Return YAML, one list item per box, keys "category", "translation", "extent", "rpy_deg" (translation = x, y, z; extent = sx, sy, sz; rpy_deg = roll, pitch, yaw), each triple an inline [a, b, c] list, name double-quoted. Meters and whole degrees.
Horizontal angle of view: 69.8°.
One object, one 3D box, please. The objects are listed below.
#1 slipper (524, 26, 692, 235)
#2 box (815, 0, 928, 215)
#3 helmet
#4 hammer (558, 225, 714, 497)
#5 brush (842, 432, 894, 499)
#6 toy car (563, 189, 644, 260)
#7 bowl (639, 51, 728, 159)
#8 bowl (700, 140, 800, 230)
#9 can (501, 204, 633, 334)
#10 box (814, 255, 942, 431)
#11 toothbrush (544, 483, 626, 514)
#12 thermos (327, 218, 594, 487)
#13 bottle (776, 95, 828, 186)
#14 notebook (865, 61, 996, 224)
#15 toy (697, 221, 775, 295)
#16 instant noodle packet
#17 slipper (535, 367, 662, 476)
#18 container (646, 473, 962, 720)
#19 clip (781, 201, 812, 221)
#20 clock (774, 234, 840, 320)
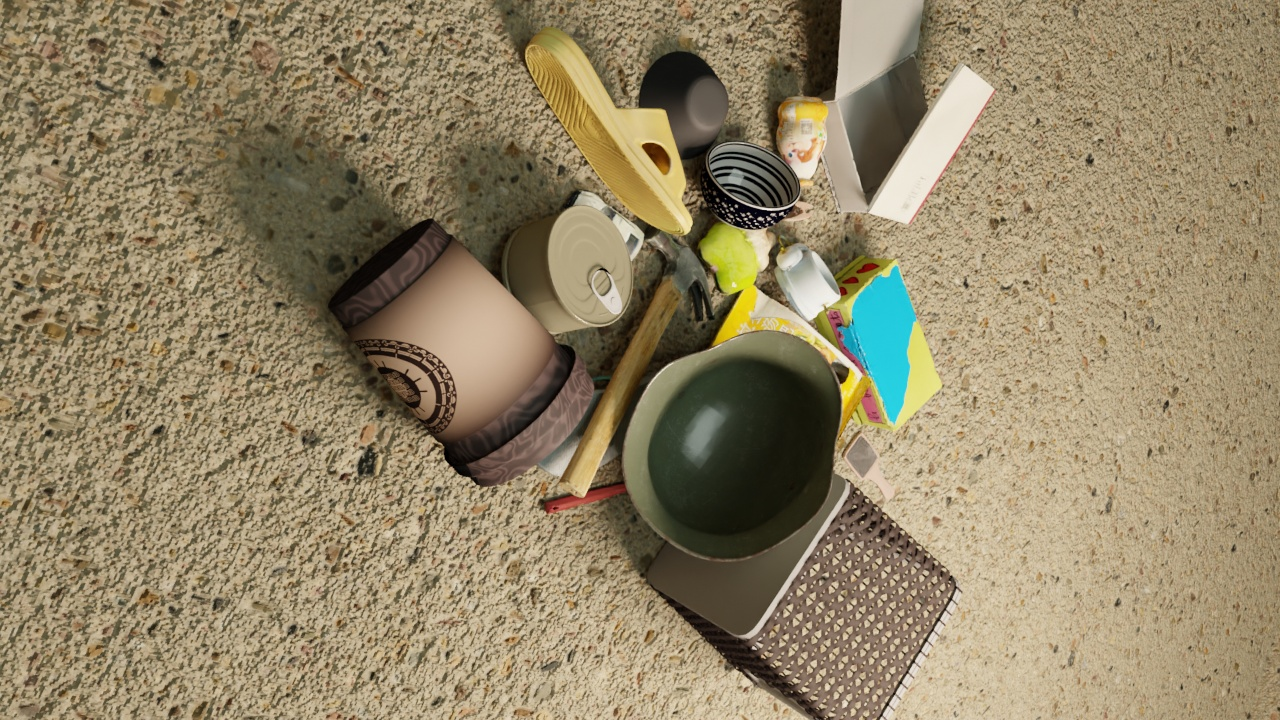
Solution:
- category: "slipper"
  translation: [-0.020, -0.251, 0.995]
  extent: [0.078, 0.100, 0.263]
  rpy_deg: [-48, 117, -19]
- category: "box"
  translation: [0.293, -0.399, 1.157]
  extent: [0.165, 0.108, 0.419]
  rpy_deg: [-35, 129, -24]
- category: "helmet"
  translation: [0.111, 0.092, 1.061]
  extent: [0.227, 0.154, 0.267]
  rpy_deg: [39, 88, 7]
- category: "hammer"
  translation: [-0.006, 0.006, 1.045]
  extent: [0.132, 0.033, 0.329]
  rpy_deg: [45, 59, -33]
- category: "brush"
  translation: [0.348, 0.165, 1.365]
  extent: [0.049, 0.015, 0.135]
  rpy_deg: [-50, 121, -15]
- category: "toy car"
  translation: [-0.040, -0.150, 1.039]
  extent: [0.105, 0.033, 0.048]
  rpy_deg: [33, 82, -32]
- category: "bowl"
  translation: [0.065, -0.298, 1.067]
  extent: [0.123, 0.053, 0.124]
  rpy_deg: [-7, 102, -33]
- category: "bowl"
  translation: [0.124, -0.200, 1.104]
  extent: [0.120, 0.120, 0.067]
  rpy_deg: [-16, 149, -31]
- category: "can"
  translation: [-0.077, -0.094, 0.974]
  extent: [0.127, 0.073, 0.127]
  rpy_deg: [13, 73, -48]
- category: "box"
  translation: [0.329, -0.025, 1.283]
  extent: [0.124, 0.079, 0.221]
  rpy_deg: [-40, 115, -23]
- category: "toothbrush"
  translation: [-0.029, 0.158, 1.112]
  extent: [0.189, 0.016, 0.016]
  rpy_deg: [-10, 105, -32]
- category: "thermos"
  translation: [-0.177, -0.011, 0.899]
  extent: [0.172, 0.173, 0.226]
  rpy_deg: [-47, 114, -18]
- category: "bottle"
  translation: [0.202, -0.275, 1.157]
  extent: [0.063, 0.063, 0.109]
  rpy_deg: [-3, 101, -33]
- category: "notebook"
  translation: [0.385, -0.277, 1.209]
  extent: [0.152, 0.012, 0.209]
  rpy_deg: [-2, 127, -54]
- category: "toy"
  translation: [0.124, -0.138, 1.143]
  extent: [0.117, 0.043, 0.092]
  rpy_deg: [-40, 108, -29]
- category: "instant noodle packet"
  translation: [0.175, 0.027, 1.195]
  extent: [0.221, 0.084, 0.162]
  rpy_deg: [39, 75, -25]
- category: "slipper"
  translation: [-0.039, 0.067, 1.076]
  extent: [0.268, 0.055, 0.098]
  rpy_deg: [-16, 110, -42]
- category: "container"
  translation: [0.196, 0.281, 1.151]
  extent: [0.243, 0.248, 0.245]
  rpy_deg: [45, 74, -28]
- category: "clip"
  translation: [0.202, -0.187, 1.197]
  extent: [0.061, 0.025, 0.045]
  rpy_deg: [1, 98, -38]
- category: "clock"
  translation: [0.207, -0.109, 1.181]
  extent: [0.117, 0.057, 0.083]
  rpy_deg: [58, 23, -1]
